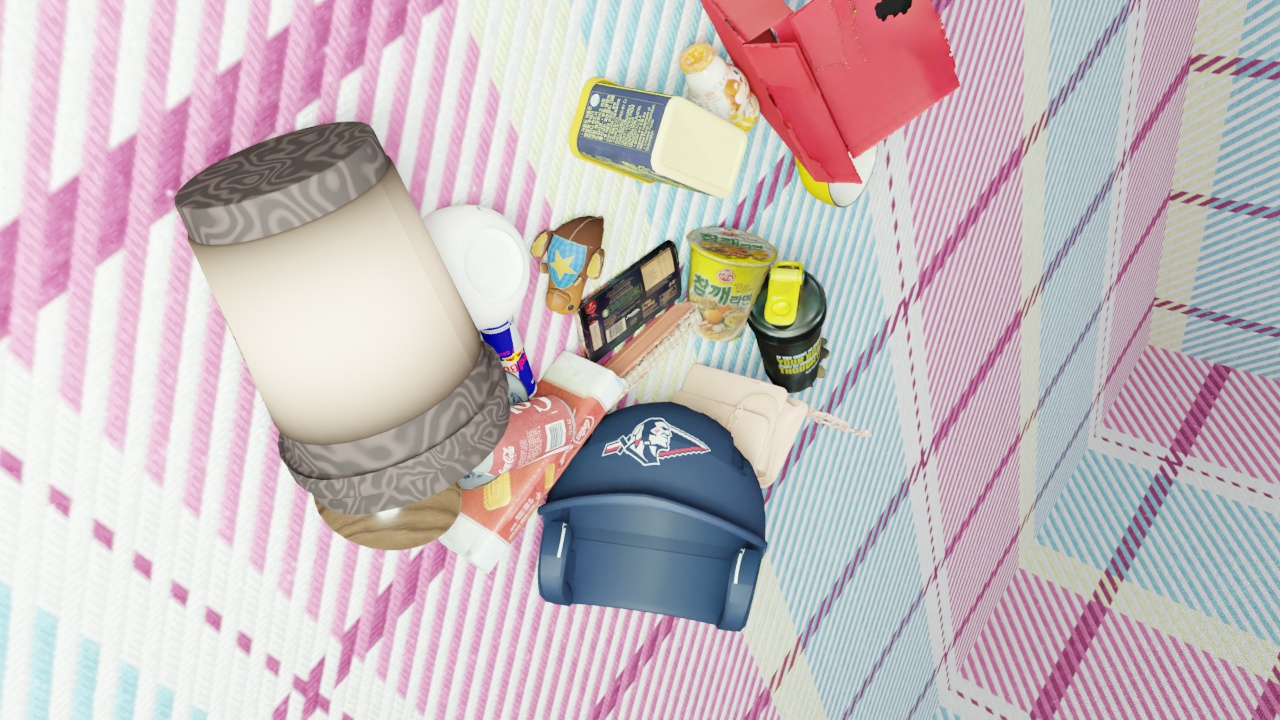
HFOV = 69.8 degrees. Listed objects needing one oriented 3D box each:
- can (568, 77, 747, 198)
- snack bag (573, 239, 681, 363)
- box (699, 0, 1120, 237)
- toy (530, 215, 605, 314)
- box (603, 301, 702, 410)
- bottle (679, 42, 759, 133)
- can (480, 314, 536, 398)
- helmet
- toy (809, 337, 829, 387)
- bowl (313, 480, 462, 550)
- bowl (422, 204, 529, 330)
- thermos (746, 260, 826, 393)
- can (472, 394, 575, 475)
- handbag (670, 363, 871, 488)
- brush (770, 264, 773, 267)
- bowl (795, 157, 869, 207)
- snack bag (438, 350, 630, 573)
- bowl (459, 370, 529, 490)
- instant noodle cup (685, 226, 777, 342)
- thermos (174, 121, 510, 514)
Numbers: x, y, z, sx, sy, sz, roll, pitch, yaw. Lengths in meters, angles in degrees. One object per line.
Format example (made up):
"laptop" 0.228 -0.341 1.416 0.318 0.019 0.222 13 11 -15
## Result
"can" 0.019 -0.204 0.856 0.135 0.104 0.075 7 102 -52
"snack bag" -0.010 -0.062 0.966 0.154 0.018 0.075 -39 137 -33
"box" 0.220 -0.236 0.844 0.107 0.410 0.211 -53 141 -5
"toy" -0.060 -0.093 0.878 0.102 0.070 0.090 -53 161 -56
"box" -0.005 0.005 0.980 0.186 0.054 0.079 -43 170 -27
"bottle" 0.077 -0.272 0.927 0.063 0.063 0.109 -61 143 -9
"can" -0.122 -0.006 0.845 0.032 0.032 0.095 -41 136 -30
"helmet" 0.015 0.148 0.927 0.272 0.232 0.223 67 31 -77
"toy" 0.236 -0.004 1.276 0.076 0.062 0.099 -41 -170 44
"bowl" -0.208 0.104 0.765 0.119 0.032 0.119 -3 123 -5
"bowl" -0.135 -0.077 0.750 0.104 0.054 0.105 1 88 -42
"thermos" 0.182 -0.036 1.131 0.098 0.098 0.221 -56 156 -15
"can" -0.107 0.066 0.806 0.096 0.054 0.054 -17 121 -46
"handbag" 0.146 0.098 1.092 0.187 0.199 0.116 28 81 -43
"brush" 0.193 -0.095 1.189 0.172 0.041 0.030 15 79 -54
"bowl" 0.234 -0.252 1.128 0.117 0.068 0.117 -27 128 -41
"snack bag" -0.107 0.092 0.878 0.224 0.077 0.041 -55 141 -16
"bowl" -0.156 0.056 0.825 0.114 0.045 0.114 -27 128 -41
"instant noodle cup" 0.092 -0.083 1.029 0.102 0.102 0.108 -22 133 -44
"thermos" -0.201 -0.032 0.633 0.172 0.173 0.226 -40 129 -32
